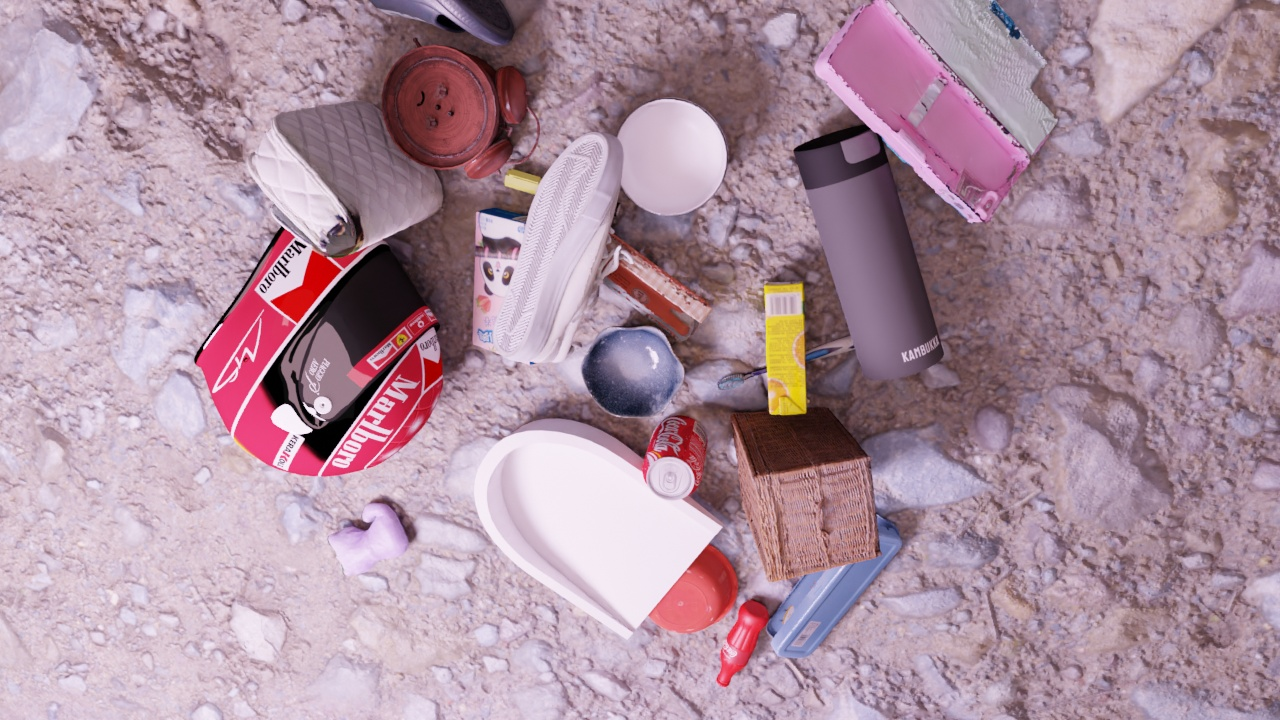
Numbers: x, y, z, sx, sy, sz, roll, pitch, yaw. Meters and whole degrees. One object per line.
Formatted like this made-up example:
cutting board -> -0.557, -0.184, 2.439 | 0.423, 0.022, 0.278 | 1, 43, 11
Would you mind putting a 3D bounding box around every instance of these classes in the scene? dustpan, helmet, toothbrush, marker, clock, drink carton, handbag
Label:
dustpan -> -0.068, 0.183, 1.051 | 0.258, 0.053, 0.192 | 38, 110, 6
helmet -> -0.320, 0.000, 0.977 | 0.224, 0.197, 0.271 | 38, 102, -5
toothbrush -> 0.172, 0.000, 0.991 | 0.189, 0.017, 0.016 | -19, 104, 14
marker -> -0.082, -0.177, 0.967 | 0.124, 0.021, 0.017 | 17, 67, 1
clock -> -0.178, -0.250, 0.928 | 0.157, 0.072, 0.121 | 25, 111, 0
drink carton -> 0.153, -0.014, 0.955 | 0.043, 0.058, 0.134 | -2, 97, 10
handbag -> -0.287, -0.178, 0.909 | 0.073, 0.194, 0.139 | -38, 96, 25

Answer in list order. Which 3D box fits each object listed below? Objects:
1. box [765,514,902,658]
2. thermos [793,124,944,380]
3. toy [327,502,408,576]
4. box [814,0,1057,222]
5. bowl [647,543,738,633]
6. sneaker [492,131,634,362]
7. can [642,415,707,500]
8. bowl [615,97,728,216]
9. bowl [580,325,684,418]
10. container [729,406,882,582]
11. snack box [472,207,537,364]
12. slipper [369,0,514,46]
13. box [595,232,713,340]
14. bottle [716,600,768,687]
box -> 0.223, 0.261, 1.078 | 0.068, 0.059, 0.210 | 17, 117, -29
thermos -> 0.226, -0.106, 0.904 | 0.082, 0.082, 0.240 | -17, 104, 14
toy -> -0.341, 0.222, 1.146 | 0.100, 0.036, 0.080 | -22, 95, 11
box -> 0.285, -0.257, 0.848 | 0.230, 0.035, 0.159 | 37, 86, -21
bowl -> 0.050, 0.279, 1.097 | 0.130, 0.045, 0.131 | 3, 110, 8
sneaker -> -0.064, -0.107, 0.918 | 0.089, 0.090, 0.242 | 37, 109, 43
can -> 0.038, 0.107, 1.004 | 0.064, 0.104, 0.064 | 3, 110, 8
bowl -> 0.032, -0.206, 0.915 | 0.113, 0.063, 0.113 | 3, 110, 8
bowl -> -0.006, 0.006, 1.002 | 0.110, 0.055, 0.110 | 3, 109, 8
container -> 0.163, 0.127, 0.944 | 0.113, 0.198, 0.114 | -10, 105, 0
snack box -> -0.138, -0.080, 0.987 | 0.088, 0.033, 0.154 | 18, 114, 31
slipper -> -0.244, -0.379, 0.876 | 0.268, 0.110, 0.083 | 41, 113, -3
box -> -0.013, -0.090, 0.977 | 0.188, 0.056, 0.064 | 37, 106, -2
bottle -> 0.120, 0.348, 1.115 | 0.036, 0.036, 0.119 | 20, 112, 1
